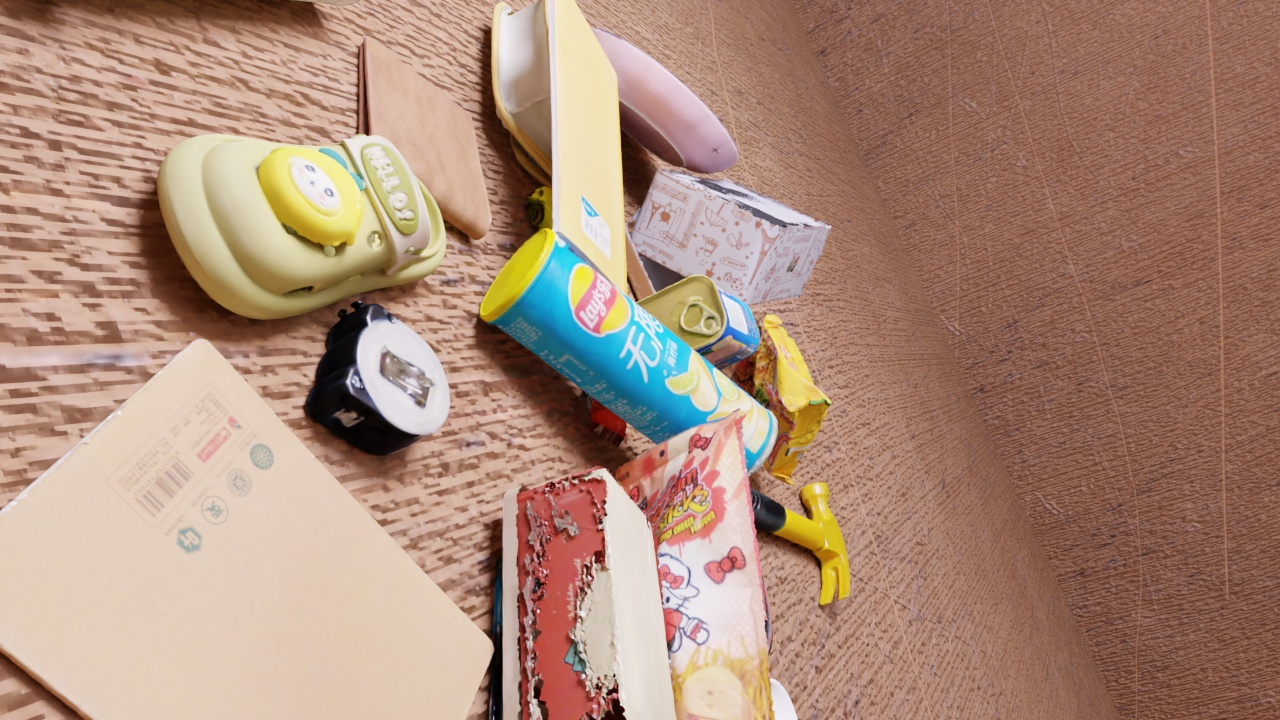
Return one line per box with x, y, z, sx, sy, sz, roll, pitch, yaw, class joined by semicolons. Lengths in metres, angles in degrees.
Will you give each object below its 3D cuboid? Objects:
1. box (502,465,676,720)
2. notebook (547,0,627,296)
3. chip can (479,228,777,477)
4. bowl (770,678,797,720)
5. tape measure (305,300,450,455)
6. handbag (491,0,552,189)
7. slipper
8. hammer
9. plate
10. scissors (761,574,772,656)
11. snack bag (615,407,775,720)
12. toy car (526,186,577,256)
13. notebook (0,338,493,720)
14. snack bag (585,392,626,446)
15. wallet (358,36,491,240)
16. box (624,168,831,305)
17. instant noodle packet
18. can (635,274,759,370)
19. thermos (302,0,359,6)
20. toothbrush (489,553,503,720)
-0.019;0.144;0.480;0.091;0.078;0.168;54;22;-50;box
-0.038;-0.164;0.692;0.146;0.010;0.206;40;44;-67;notebook
-0.004;0.004;0.617;0.210;0.071;0.071;38;33;-21;chip can
0.062;0.237;0.589;0.118;0.065;0.118;44;31;-36;bowl
-0.129;0.013;0.462;0.066;0.034;0.065;43;34;-38;tape measure
-0.066;-0.205;0.780;0.179;0.063;0.163;58;21;-51;handbag
-0.147;-0.081;0.460;0.091;0.082;0.190;62;22;1;slipper
0.121;0.144;0.834;0.300;0.033;0.128;32;39;-50;hammer
0.008;-0.239;0.884;0.192;0.039;0.192;38;0;-1;plate
0.063;0.131;0.698;0.189;0.015;0.224;57;40;-24;scissors
0.029;0.143;0.553;0.073;0.129;0.207;17;53;-34;snack bag
-0.052;-0.089;0.712;0.105;0.032;0.048;64;25;4;toy car
-0.145;0.106;0.370;0.208;0.008;0.147;54;27;-21;notebook
-0.028;0.010;0.671;0.048;0.026;0.104;41;32;-53;snack bag
-0.143;-0.146;0.604;0.101;0.020;0.115;33;36;-48;wallet
0.062;-0.081;0.870;0.150;0.166;0.181;28;19;22;box
0.124;0.038;0.840;0.044;0.111;0.128;-2;41;-20;instant noodle packet
0.036;-0.019;0.739;0.083;0.102;0.057;19;50;-61;can
-0.219;-0.217;0.460;0.073;0.073;0.223;61;25;-7;thermos
-0.070;0.179;0.449;0.014;0.016;0.189;32;36;-35;toothbrush
